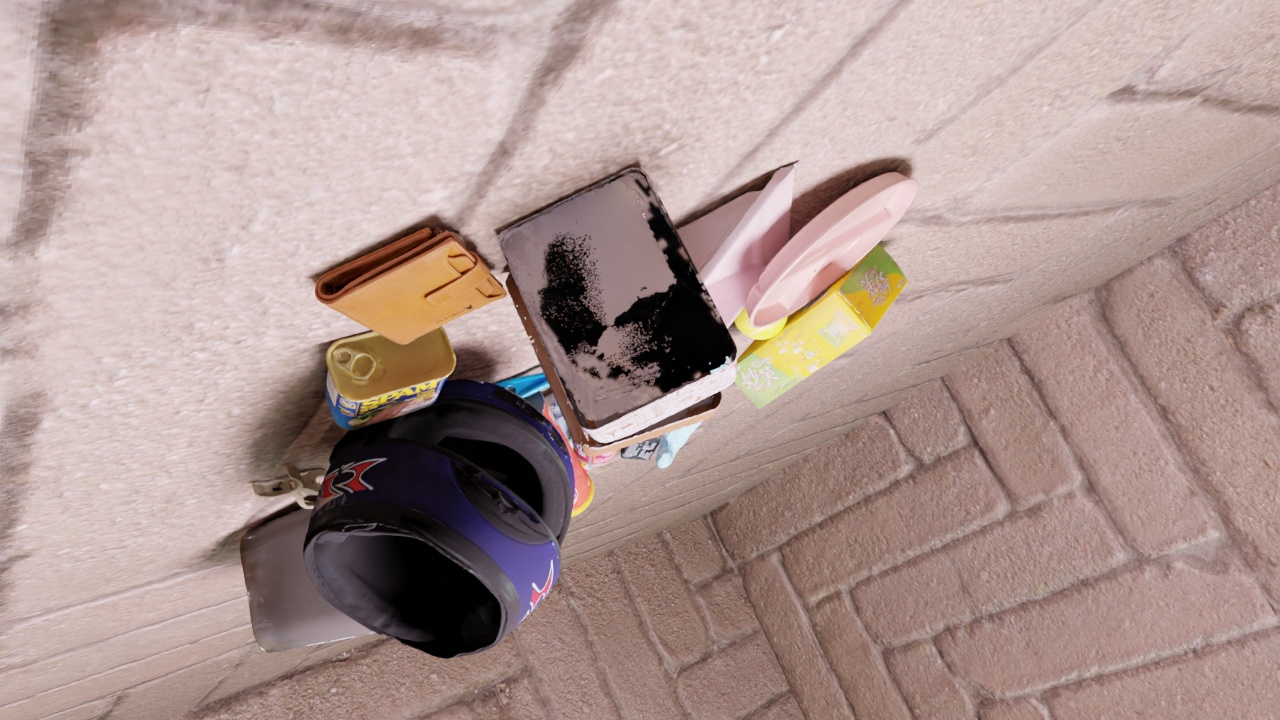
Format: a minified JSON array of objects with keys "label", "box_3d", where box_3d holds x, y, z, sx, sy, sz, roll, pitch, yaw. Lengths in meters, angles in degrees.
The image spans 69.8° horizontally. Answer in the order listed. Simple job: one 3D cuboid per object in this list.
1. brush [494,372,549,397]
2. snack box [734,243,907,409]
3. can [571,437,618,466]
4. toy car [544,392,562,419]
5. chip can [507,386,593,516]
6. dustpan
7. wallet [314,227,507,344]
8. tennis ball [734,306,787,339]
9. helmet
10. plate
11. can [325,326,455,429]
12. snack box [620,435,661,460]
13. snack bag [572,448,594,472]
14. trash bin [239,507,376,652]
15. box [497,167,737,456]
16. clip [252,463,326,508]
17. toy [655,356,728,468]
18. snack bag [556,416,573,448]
[{"label":"brush","box_3d":[-0.042,0.003,1.027,0.254,0.083,0.046,-17,175,-1]},{"label":"snack box","box_3d":[0.226,-0.044,1.179,0.211,0.070,0.157,-40,-178,43]},{"label":"can","box_3d":[-0.056,0.089,1.225,0.066,0.066,0.094,-18,139,-27]},{"label":"toy car","box_3d":[-0.091,0.047,1.133,0.091,0.042,0.034,-26,124,18]},{"label":"chip can","box_3d":[-0.118,0.113,1.118,0.073,0.073,0.217,-25,142,-2]},{"label":"dustpan","box_3d":[0.065,-0.038,0.909,0.273,0.138,0.222,-26,164,4]},{"label":"wallet","box_3d":[-0.168,-0.054,0.694,0.108,0.031,0.132,-24,166,2]},{"label":"tennis ball","box_3d":[0.145,-0.057,1.109,0.065,0.065,0.065,-23,165,-7]},{"label":"helmet","box_3d":[-0.178,0.136,0.902,0.316,0.247,0.239,-33,-158,49]},{"label":"plate","box_3d":[0.201,-0.119,0.987,0.229,0.028,0.230,-35,166,-10]},{"label":"can","box_3d":[-0.218,0.014,0.791,0.102,0.057,0.083,-18,165,-27]},{"label":"snack box","box_3d":[0.007,0.059,1.231,0.053,0.125,0.113,4,158,-9]},{"label":"snack bag","box_3d":[-0.025,0.099,1.343,0.208,0.073,0.128,-27,-165,2]},{"label":"trash bin","box_3d":[-0.355,0.261,1.153,0.220,0.198,0.199,-17,165,2]},{"label":"box","box_3d":[-0.017,-0.026,0.737,0.146,0.181,0.148,-26,165,2]},{"label":"clip","box_3d":[-0.376,0.140,1.012,0.070,0.034,0.100,-27,160,8]},{"label":"toy","box_3d":[0.048,0.036,0.903,0.156,0.050,0.161,-51,164,-85]},{"label":"snack bag","box_3d":[-0.146,0.102,1.211,0.110,0.039,0.190,-48,157,23]}]
